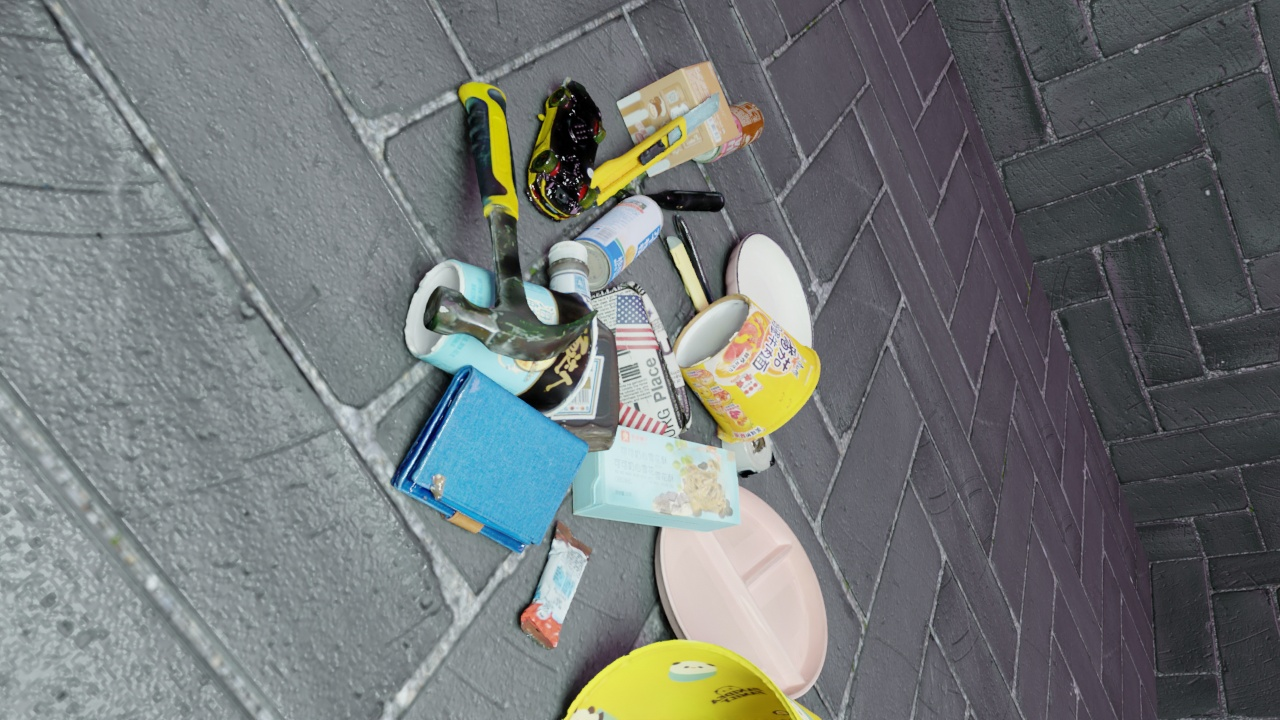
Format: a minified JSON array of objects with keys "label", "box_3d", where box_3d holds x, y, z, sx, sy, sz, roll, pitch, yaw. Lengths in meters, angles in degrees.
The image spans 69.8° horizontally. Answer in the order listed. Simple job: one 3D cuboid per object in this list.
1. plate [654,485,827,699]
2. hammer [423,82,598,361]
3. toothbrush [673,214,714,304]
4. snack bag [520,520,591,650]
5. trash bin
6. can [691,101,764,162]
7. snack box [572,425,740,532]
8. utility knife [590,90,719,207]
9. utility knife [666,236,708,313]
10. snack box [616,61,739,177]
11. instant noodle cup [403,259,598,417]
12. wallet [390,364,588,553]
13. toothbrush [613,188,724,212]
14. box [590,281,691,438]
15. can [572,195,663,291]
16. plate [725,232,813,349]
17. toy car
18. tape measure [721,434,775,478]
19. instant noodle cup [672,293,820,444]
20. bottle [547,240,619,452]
[{"label":"plate","box_3d":[0.101,0.230,0.924,0.229,0.028,0.229,27,44,-30]},{"label":"hammer","box_3d":[-0.109,-0.122,0.722,0.126,0.032,0.322,19,38,-30]},{"label":"toothbrush","box_3d":[0.078,-0.089,1.087,0.181,0.016,0.018,66,29,-12]},{"label":"snack bag","box_3d":[-0.068,0.184,0.753,0.045,0.026,0.105,45,41,-22]},{"label":"trash bin","box_3d":[0.082,0.367,0.730,0.255,0.230,0.229,41,45,-47]},{"label":"can","box_3d":[0.108,-0.295,1.179,0.146,0.058,0.058,-38,108,-54]},{"label":"snack box","box_3d":[0.017,0.112,0.855,0.174,0.052,0.074,16,63,-39]},{"label":"utility knife","box_3d":[0.013,-0.223,0.959,0.208,0.015,0.033,-40,122,-19]},{"label":"utility knife","box_3d":[0.068,-0.070,1.064,0.030,0.018,0.167,-43,111,-48]},{"label":"snack box","box_3d":[0.044,-0.276,1.047,0.076,0.095,0.093,-41,110,-54]},{"label":"instant noodle cup","box_3d":[-0.113,-0.021,0.717,0.120,0.111,0.111,22,59,-40]},{"label":"wallet","box_3d":[-0.110,0.079,0.698,0.133,0.040,0.106,38,75,-37]},{"label":"toothbrush","box_3d":[0.035,-0.186,1.061,0.027,0.026,0.212,45,29,21]},{"label":"box","box_3d":[-0.007,0.006,0.898,0.087,0.076,0.163,-22,98,-32]},{"label":"can","box_3d":[-0.025,-0.121,0.920,0.053,0.053,0.134,62,36,-16]},{"label":"plate","box_3d":[0.159,-0.066,1.171,0.192,0.039,0.192,27,56,-47]},{"label":"toy car","box_3d":[-0.072,-0.207,0.900,0.071,0.041,0.155,38,49,-41]},{"label":"tape measure","box_3d":[0.123,0.099,1.055,0.065,0.034,0.065,-18,89,-56]},{"label":"instant noodle cup","box_3d":[0.108,0.003,0.995,0.110,0.138,0.137,44,43,-24]},{"label":"bottle","box_3d":[-0.061,-0.015,0.810,0.044,0.080,0.194,104,-17,-63]}]
